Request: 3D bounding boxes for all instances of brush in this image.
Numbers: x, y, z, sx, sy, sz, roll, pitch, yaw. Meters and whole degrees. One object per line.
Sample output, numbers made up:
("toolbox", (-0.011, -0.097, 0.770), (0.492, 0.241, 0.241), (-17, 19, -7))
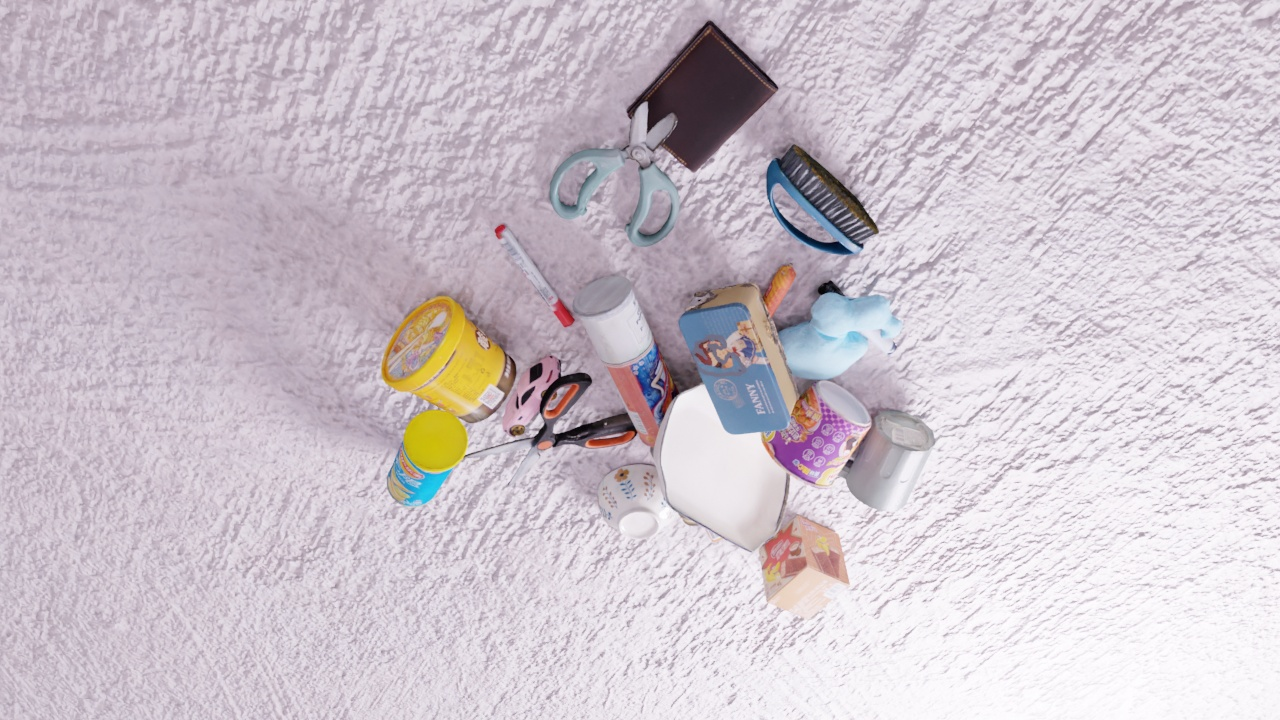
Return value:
("brush", (0.182, -0.158, 0.957), (0.144, 0.055, 0.074), (37, 118, -26))

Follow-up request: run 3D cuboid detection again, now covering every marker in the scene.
("marker", (-0.118, -0.093, 1.031), (0.017, 0.017, 0.145), (-24, 124, 17))
("marker", (0.255, -0.049, 1.067), (0.130, 0.018, 0.023), (36, 110, -25))

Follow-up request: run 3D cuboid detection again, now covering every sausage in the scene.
("sausage", (0.138, -0.047, 1.065), (0.021, 0.021, 0.166), (18, 126, -14))

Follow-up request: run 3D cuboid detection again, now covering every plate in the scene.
("plate", (0.098, 0.133, 1.123), (0.034, 0.161, 0.265), (-1, 155, 43))

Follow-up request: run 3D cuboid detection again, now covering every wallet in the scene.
("wallet", (0.060, -0.256, 0.903), (0.096, 0.020, 0.123), (37, 121, -20))

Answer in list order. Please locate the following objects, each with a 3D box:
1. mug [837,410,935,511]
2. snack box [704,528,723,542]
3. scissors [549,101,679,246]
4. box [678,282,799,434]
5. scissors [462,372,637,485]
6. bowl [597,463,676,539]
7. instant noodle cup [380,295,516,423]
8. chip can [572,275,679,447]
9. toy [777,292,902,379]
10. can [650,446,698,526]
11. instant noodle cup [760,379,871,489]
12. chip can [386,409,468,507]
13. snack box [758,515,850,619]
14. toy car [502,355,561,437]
("mug", (0.299, 0.119, 1.168), (0.124, 0.083, 0.104), (24, 127, 13))
("snack box", (0.097, 0.166, 1.206), (0.075, 0.026, 0.154), (-23, 113, 14))
("scissors", (-0.002, -0.183, 0.951), (0.172, 0.019, 0.177), (37, 124, -26))
("box", (0.117, 0.005, 1.050), (0.090, 0.062, 0.184), (-11, 116, 32))
("scissors", (-0.102, 0.088, 1.128), (0.220, 0.021, 0.234), (1, 140, -29))
("bowl", (-0.003, 0.200, 1.234), (0.113, 0.062, 0.114), (1, 128, 1))
("instant noodle cup", (-0.214, 0.006, 1.050), (0.119, 0.118, 0.114), (-33, 129, 23))
("chip can", (-0.006, 0.006, 1.075), (0.071, 0.071, 0.215), (-16, 127, 12))
("toy", (0.217, -0.023, 1.060), (0.161, 0.049, 0.156), (0, 139, 9))
("can", (0.058, 0.146, 1.150), (0.058, 0.058, 0.116), (-18, 114, 13))
("instant noodle cup", (0.220, 0.086, 1.119), (0.111, 0.111, 0.099), (26, 118, -20))
("chip can", (-0.261, 0.124, 1.108), (0.071, 0.071, 0.211), (18, 154, -14))
("snack box", (0.227, 0.289, 1.283), (0.077, 0.094, 0.093), (26, 124, -20))
("toy car", (-0.136, 0.043, 1.113), (0.037, 0.056, 0.123), (27, 123, -24))
